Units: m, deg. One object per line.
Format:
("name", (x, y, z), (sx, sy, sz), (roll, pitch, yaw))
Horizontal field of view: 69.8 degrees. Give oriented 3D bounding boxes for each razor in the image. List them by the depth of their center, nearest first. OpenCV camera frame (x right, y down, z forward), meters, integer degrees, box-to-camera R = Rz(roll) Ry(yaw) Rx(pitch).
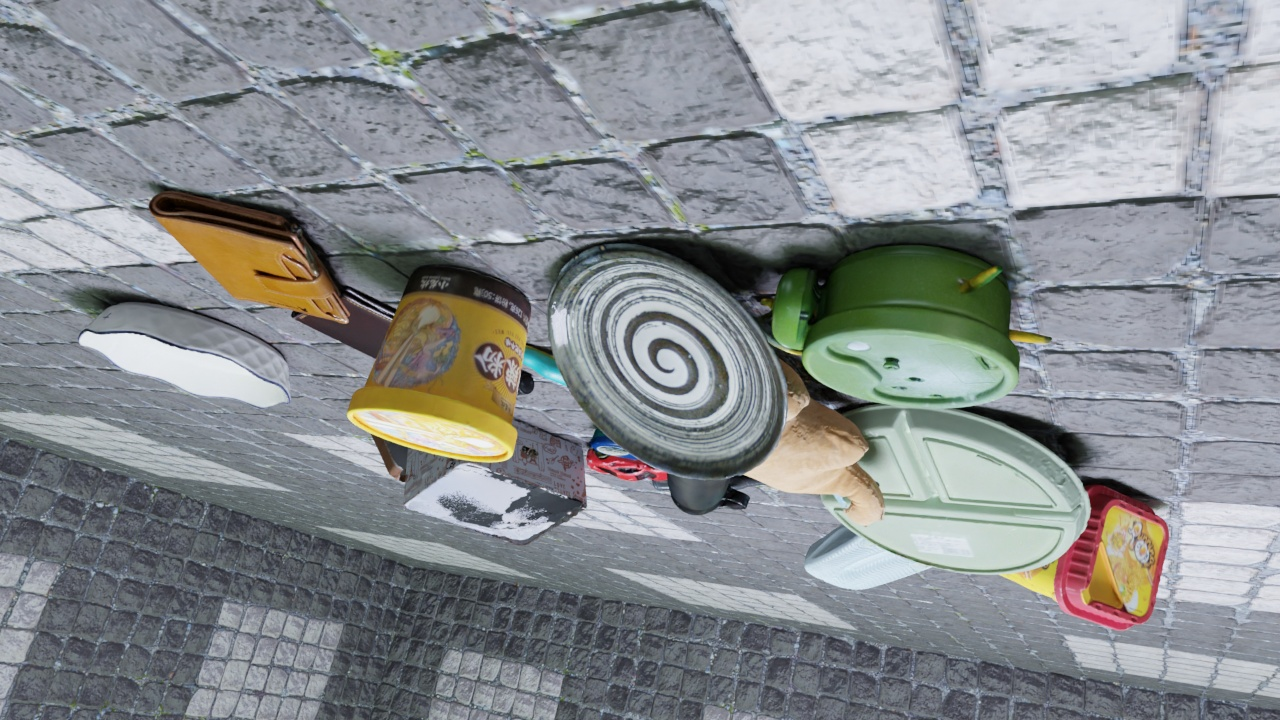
("razor", (-0.108, -0.004, 0.760), (0.132, 0.028, 0.043), (20, 129, -14))

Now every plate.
("plate", (0.016, 0.001, 0.596), (0.179, 0.024, 0.180), (21, 134, 23))
("plate", (0.251, 0.116, 0.775), (0.230, 0.027, 0.231), (19, 146, 13))
("plate", (-0.460, -0.005, 0.948), (0.205, 0.045, 0.205), (10, 160, 4))

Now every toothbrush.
("toothbrush", (0.101, 0.134, 1.022), (0.213, 0.027, 0.026), (-5, -168, 41))

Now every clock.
("clock", (0.140, -0.017, 0.531), (0.162, 0.056, 0.116), (-4, 155, 38))

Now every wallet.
("wallet", (-0.271, -0.071, 0.668), (0.119, 0.035, 0.131), (17, 160, 7))
("wallet", (-0.225, -0.024, 0.791), (0.097, 0.020, 0.122), (-15, 147, 43))

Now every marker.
("marker", (-0.152, 0.025, 0.883), (0.132, 0.020, 0.022), (-5, 125, 43))

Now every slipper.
("slipper", (0.258, 0.168, 0.939), (0.104, 0.074, 0.246), (24, 142, -14))

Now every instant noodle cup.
("instant noodle cup", (-0.137, 0.003, 0.665), (0.118, 0.114, 0.119), (11, 160, 4))
("instant noodle cup", (0.393, 0.173, 0.844), (0.116, 0.116, 0.124), (21, 171, -25))

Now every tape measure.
("tape measure", (-0.022, 0.084, 0.958), (0.058, 0.025, 0.055), (10, 159, -7))

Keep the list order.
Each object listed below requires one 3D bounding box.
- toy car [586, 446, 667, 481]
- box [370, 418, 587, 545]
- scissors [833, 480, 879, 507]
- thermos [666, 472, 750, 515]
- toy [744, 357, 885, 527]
("toy car", (-0.009, 0.120, 1.046), (0.106, 0.031, 0.049), (7, 161, 8))
("box", (-0.198, 0.134, 1.080), (0.179, 0.132, 0.272), (26, 161, -35))
("scissors", (0.140, 0.071, 0.766), (0.133, 0.017, 0.132), (25, 145, 33))
("thermos", (0.069, 0.104, 0.896), (0.090, 0.068, 0.243), (17, 163, 9))
("toy", (0.104, 0.060, 0.705), (0.144, 0.082, 0.226), (10, 159, 49))
